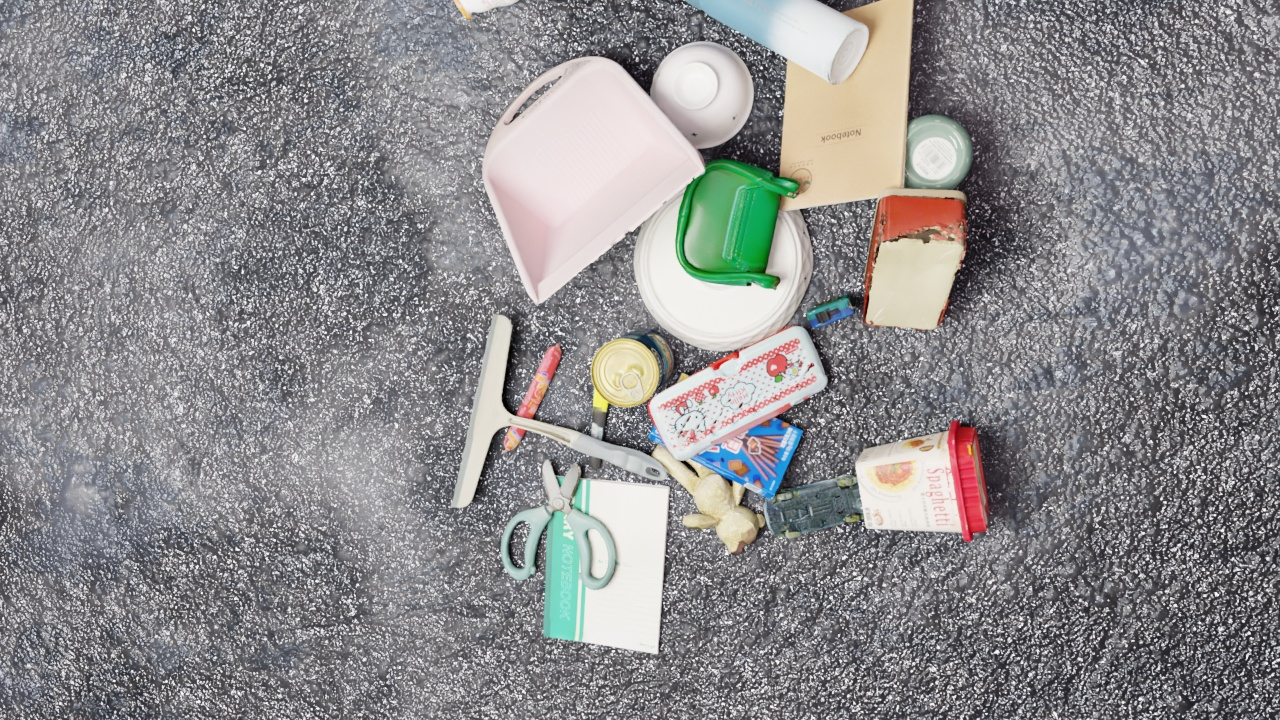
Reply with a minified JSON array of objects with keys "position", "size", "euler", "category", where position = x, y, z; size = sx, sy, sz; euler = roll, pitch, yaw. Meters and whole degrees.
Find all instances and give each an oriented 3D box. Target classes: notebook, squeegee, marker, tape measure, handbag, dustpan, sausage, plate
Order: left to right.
[{"position":[-0.131,0.047,1.113],"size":[0.020,0.020,0.156],"euler":[28,101,6],"category":"sausage"},{"position":[-0.078,-0.214,0.980],"size":[0.223,0.273,0.139],"euler":[-39,114,9],"category":"dustpan"},{"position":[-0.082,0.094,1.081],"size":[0.247,0.039,0.247],"euler":[17,103,12],"category":"squeegee"},{"position":[-0.050,0.072,1.104],"size":[0.018,0.015,0.124],"euler":[8,101,10],"category":"marker"},{"position":[-0.044,0.249,1.125],"size":[0.150,0.012,0.209],"euler":[5,98,11],"category":"notebook"},{"position":[0.091,-0.112,1.039],"size":[0.205,0.045,0.205],"euler":[1,96,10],"category":"plate"},{"position":[0.100,-0.144,0.975],"size":[0.120,0.068,0.131],"euler":[11,99,8],"category":"handbag"},{"position":[0.212,-0.056,1.017],"size":[0.055,0.058,0.025],"euler":[-21,93,16],"category":"tape measure"},{"position":[0.211,-0.265,0.956],"size":[0.148,0.008,0.207],"euler":[0,83,44],"category":"notebook"}]

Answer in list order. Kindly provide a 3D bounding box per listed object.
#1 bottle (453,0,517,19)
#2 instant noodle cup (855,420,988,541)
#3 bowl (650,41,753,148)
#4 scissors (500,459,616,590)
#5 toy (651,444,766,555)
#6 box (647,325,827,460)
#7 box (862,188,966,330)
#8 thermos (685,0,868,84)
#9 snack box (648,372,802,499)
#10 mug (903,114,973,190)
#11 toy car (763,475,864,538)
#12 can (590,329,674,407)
[{"position":[-0.162,-0.432,1.037],"size":[0.108,0.063,0.063],"euler":[-31,90,12],"category":"bottle"},{"position":[0.307,0.134,1.000],"size":[0.124,0.116,0.116],"euler":[-10,95,23],"category":"instant noodle cup"},{"position":[0.064,-0.297,1.012],"size":[0.118,0.064,0.118],"euler":[1,97,10],"category":"bowl"},{"position":[-0.086,0.211,1.114],"size":[0.177,0.019,0.174],"euler":[29,102,9],"category":"scissors"},{"position":[0.077,0.153,1.070],"size":[0.105,0.066,0.157],"euler":[-38,83,-30],"category":"toy"},{"position":[0.110,0.036,1.020],"size":[0.201,0.048,0.087],"euler":[-27,90,-9],"category":"box"},{"position":[0.278,-0.092,0.936],"size":[0.091,0.168,0.079],"euler":[4,63,10],"category":"box"},{"position":[0.130,-0.365,0.958],"size":[0.220,0.070,0.070],"euler":[38,102,23],"category":"thermos"},{"position":[0.098,0.086,1.052],"size":[0.157,0.026,0.084],"euler":[26,70,6],"category":"snack box"},{"position":[0.284,-0.208,0.960],"size":[0.112,0.106,0.082],"euler":[-8,96,12],"category":"mug"},{"position":[0.202,0.167,1.057],"size":[0.120,0.037,0.054],"euler":[-14,93,2],"category":"toy car"},{"position":[-0.006,0.006,1.038],"size":[0.075,0.111,0.075],"euler":[2,98,12],"category":"can"}]
